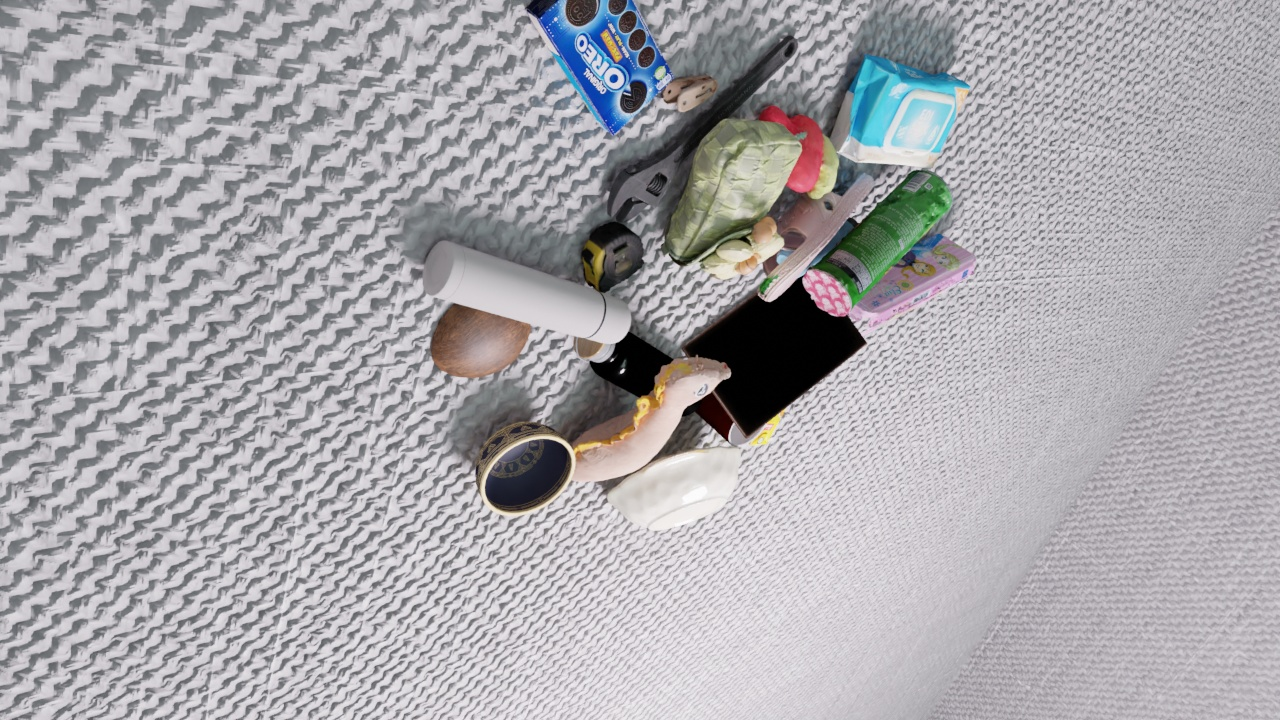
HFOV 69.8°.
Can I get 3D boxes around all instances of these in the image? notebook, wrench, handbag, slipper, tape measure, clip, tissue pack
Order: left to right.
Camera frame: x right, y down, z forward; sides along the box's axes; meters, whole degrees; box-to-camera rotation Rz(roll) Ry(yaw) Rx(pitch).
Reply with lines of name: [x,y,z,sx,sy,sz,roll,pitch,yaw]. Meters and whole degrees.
tape measure: [-0.027,-0.111,0.961,0.067,0.038,0.063,-31,140,-19]
clip: [0.055,-0.263,0.902,0.061,0.043,0.025,-23,138,-21]
wrench: [0.066,-0.241,0.949,0.273,0.018,0.073,-44,152,-6]
handbag: [0.104,-0.160,0.965,0.113,0.117,0.187,-16,150,-31]
notebook: [0.174,-0.018,1.177,0.209,0.141,0.008,-36,-177,-14]
slipper: [0.203,-0.164,1.098,0.238,0.064,0.094,-45,175,-35]
tissue pack: [0.316,-0.295,1.107,0.208,0.066,0.117,-8,128,-42]

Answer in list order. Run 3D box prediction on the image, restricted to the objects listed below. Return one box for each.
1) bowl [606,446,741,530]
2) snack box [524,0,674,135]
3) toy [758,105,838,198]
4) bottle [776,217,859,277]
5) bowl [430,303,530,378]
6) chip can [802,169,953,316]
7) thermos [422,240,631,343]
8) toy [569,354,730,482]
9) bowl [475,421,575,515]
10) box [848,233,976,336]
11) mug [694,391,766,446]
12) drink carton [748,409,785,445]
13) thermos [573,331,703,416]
bowl: [0.054,0.177,1.213,0.188,0.060,0.219,-19,159,-4]
snack box: [-0.033,-0.278,0.815,0.082,0.027,0.150,-45,143,-2]
toy: [0.176,-0.232,1.025,0.135,0.045,0.091,21,67,-38]
bottle: [0.235,-0.147,1.178,0.129,0.040,0.040,-29,139,-22]
bowl: [-0.154,-0.019,0.930,0.114,0.026,0.102,-3,125,-42]
chip can: [0.300,-0.151,1.149,0.222,0.075,0.075,-43,143,-21]
thermos: [-0.102,-0.061,0.898,0.223,0.052,0.052,15,112,-41]
toy: [-0.015,0.077,1.048,0.195,0.065,0.265,-17,160,-26]
bowl: [-0.137,0.112,1.032,0.112,0.061,0.113,-18,131,-22]
box: [0.374,-0.093,1.326,0.229,0.085,0.097,-25,140,-26]
mug: [0.132,0.056,1.226,0.105,0.082,0.073,-22,136,-30]
drink carton: [0.175,0.050,1.283,0.042,0.058,0.135,2,122,-42]
thermos: [-0.006,0.006,1.067,0.061,0.061,0.231,-52,142,6]
